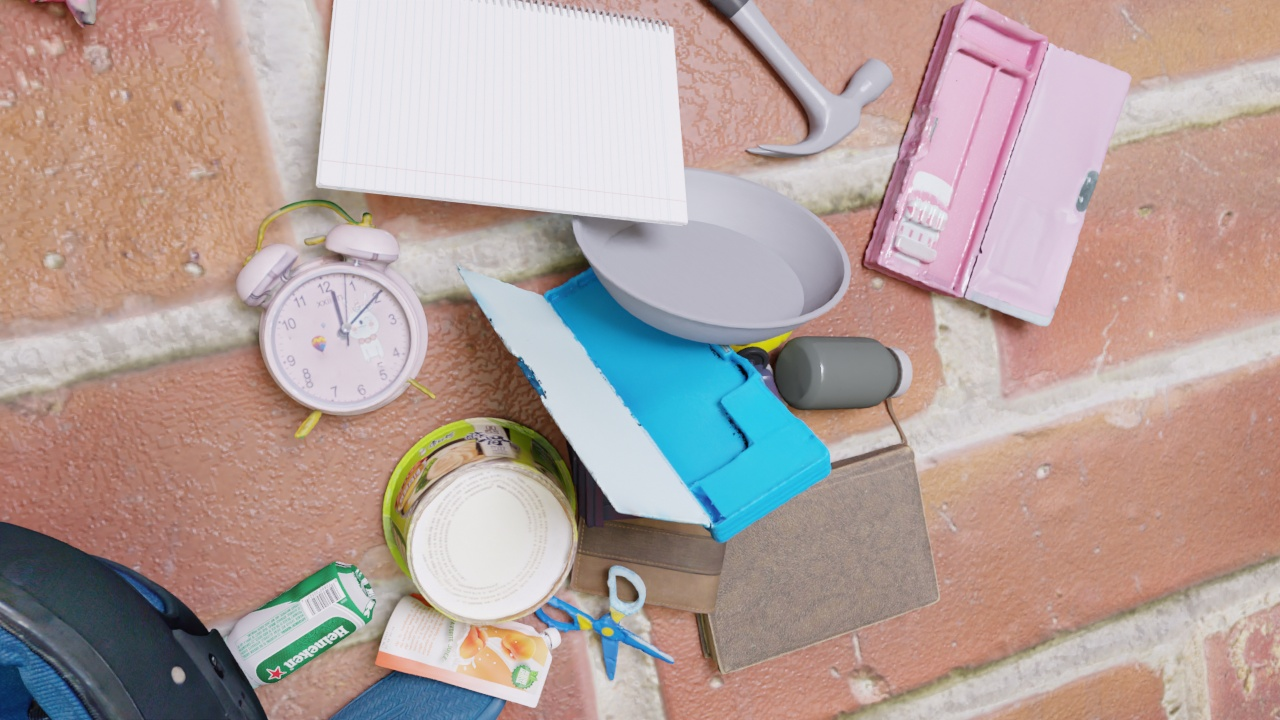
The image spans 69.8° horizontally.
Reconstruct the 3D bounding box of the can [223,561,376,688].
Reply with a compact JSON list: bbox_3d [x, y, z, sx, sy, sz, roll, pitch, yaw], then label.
[{"bbox_3d":[-0.246,0.191,0.667,0.101,0.053,0.053,-32,104,-10],"label":"can"}]

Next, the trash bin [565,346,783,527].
[{"bbox_3d":[0.027,0.060,0.684,0.160,0.093,0.092,-6,135,-9],"label":"trash bin"}]

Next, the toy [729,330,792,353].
[{"bbox_3d":[0.084,-0.048,0.734,0.095,0.041,0.094,-21,97,-11],"label":"toy"}]

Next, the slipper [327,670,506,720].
[{"bbox_3d":[-0.188,0.289,0.671,0.213,0.104,0.059,-30,117,-12],"label":"slipper"}]

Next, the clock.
[{"bbox_3d":[-0.214,-0.034,0.645,0.116,0.059,0.158,-18,100,-13],"label":"clock"}]

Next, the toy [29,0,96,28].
[{"bbox_3d":[-0.383,-0.254,0.583,0.102,0.050,0.065,27,53,-14],"label":"toy"}]

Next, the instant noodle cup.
[{"bbox_3d":[-0.113,0.120,0.671,0.146,0.098,0.146,-2,97,-15],"label":"instant noodle cup"}]

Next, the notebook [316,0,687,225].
[{"bbox_3d":[-0.090,-0.184,0.642,0.245,0.013,0.177,4,68,-16],"label":"notebook"}]

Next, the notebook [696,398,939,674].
[{"bbox_3d":[0.143,0.145,0.777,0.215,0.034,0.190,-13,99,-13],"label":"notebook"}]

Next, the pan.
[{"bbox_3d":[-0.025,-0.101,0.663,0.356,0.200,0.051,15,129,3],"label":"pan"}]

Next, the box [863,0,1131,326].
[{"bbox_3d":[0.303,-0.162,0.780,0.179,0.039,0.232,19,91,-13],"label":"box"}]

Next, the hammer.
[{"bbox_3d":[0.059,-0.286,0.704,0.125,0.029,0.311,-47,105,-6],"label":"hammer"}]

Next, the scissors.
[{"bbox_3d":[-0.023,0.207,0.729,0.125,0.015,0.127,31,124,-8],"label":"scissors"}]

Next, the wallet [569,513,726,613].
[{"bbox_3d":[0.007,0.144,0.728,0.121,0.027,0.099,9,98,5],"label":"wallet"}]

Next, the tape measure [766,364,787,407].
[{"bbox_3d":[0.083,0.030,0.756,0.065,0.017,0.064,-34,105,-9],"label":"tape measure"}]

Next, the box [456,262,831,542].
[{"bbox_3d":[-0.008,0.018,0.621,0.170,0.243,0.071,-11,134,-31],"label":"box"}]

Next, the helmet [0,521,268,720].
[{"bbox_3d":[-0.366,0.230,0.545,0.248,0.236,0.316,-25,101,-12],"label":"helmet"}]

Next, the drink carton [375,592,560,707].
[{"bbox_3d":[-0.125,0.214,0.682,0.122,0.069,0.039,14,126,4],"label":"drink carton"}]

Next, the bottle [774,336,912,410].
[{"bbox_3d":[0.167,0.010,0.749,0.108,0.060,0.060,0,97,-29],"label":"bottle"}]
